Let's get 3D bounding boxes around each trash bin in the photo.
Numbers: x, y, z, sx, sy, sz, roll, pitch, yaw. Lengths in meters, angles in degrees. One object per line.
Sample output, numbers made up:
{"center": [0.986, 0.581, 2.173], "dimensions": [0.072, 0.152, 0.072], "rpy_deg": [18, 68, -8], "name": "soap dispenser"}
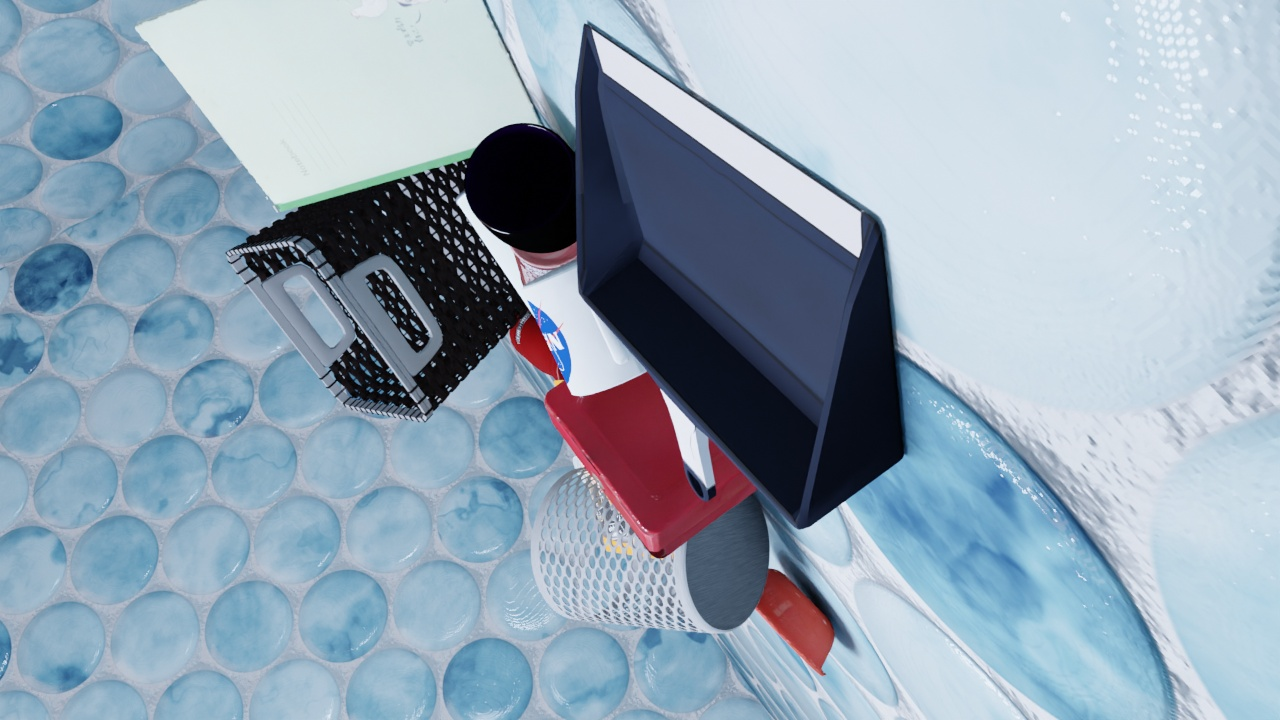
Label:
{"center": [0.013, 0.183, 0.895], "dimensions": [0.184, 0.156, 0.156], "rpy_deg": [-5, 127, 40], "name": "trash bin"}

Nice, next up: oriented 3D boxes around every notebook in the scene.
{"center": [-0.221, -0.212, 0.697], "dimensions": [0.182, 0.253, 0.010], "rpy_deg": [64, -159, -44], "name": "notebook"}

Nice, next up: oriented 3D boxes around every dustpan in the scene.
{"center": [0.034, -0.014, 0.518], "dimensions": [0.236, 0.080, 0.273], "rpy_deg": [47, 168, 40], "name": "dustpan"}

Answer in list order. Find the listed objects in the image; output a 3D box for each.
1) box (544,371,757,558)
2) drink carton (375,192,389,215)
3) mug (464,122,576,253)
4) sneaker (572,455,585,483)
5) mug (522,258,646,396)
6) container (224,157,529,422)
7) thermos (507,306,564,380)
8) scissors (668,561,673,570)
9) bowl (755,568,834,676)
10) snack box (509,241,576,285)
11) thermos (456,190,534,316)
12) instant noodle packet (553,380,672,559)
{"center": [0.015, 0.063, 0.753], "dimensions": [0.157, 0.128, 0.087], "rpy_deg": [48, 165, 28], "name": "box"}
{"center": [-0.301, -0.236, 1.252], "dimensions": [0.044, 0.129, 0.038], "rpy_deg": [60, -177, -27], "name": "drink carton"}
{"center": [-0.062, -0.115, 0.691], "dimensions": [0.119, 0.085, 0.100], "rpy_deg": [22, 176, 12], "name": "mug"}
{"center": [0.018, 0.132, 1.106], "dimensions": [0.236, 0.087, 0.089], "rpy_deg": [12, 132, 44], "name": "sneaker"}
{"center": [-0.027, -0.031, 0.677], "dimensions": [0.121, 0.091, 0.090], "rpy_deg": [-130, 15, -79], "name": "mug"}
{"center": [-0.292, -0.105, 1.113], "dimensions": [0.246, 0.243, 0.247], "rpy_deg": [3, 132, 49], "name": "container"}
{"center": [-0.094, -0.017, 1.169], "dimensions": [0.108, 0.084, 0.199], "rpy_deg": [22, -174, -30], "name": "thermos"}
{"center": [0.004, 0.189, 1.086], "dimensions": [0.171, 0.012, 0.158], "rpy_deg": [53, 142, -1], "name": "scissors"}
{"center": [0.152, 0.255, 0.930], "dimensions": [0.130, 0.045, 0.130], "rpy_deg": [45, 177, 2], "name": "bowl"}
{"center": [-0.078, -0.098, 0.812], "dimensions": [0.072, 0.072, 0.121], "rpy_deg": [54, 171, 9], "name": "snack box"}
{"center": [-0.105, -0.093, 0.979], "dimensions": [0.230, 0.068, 0.068], "rpy_deg": [56, 171, -10], "name": "thermos"}
{"center": [-0.009, 0.123, 1.016], "dimensions": [0.160, 0.032, 0.221], "rpy_deg": [-2, 110, 42], "name": "instant noodle packet"}
